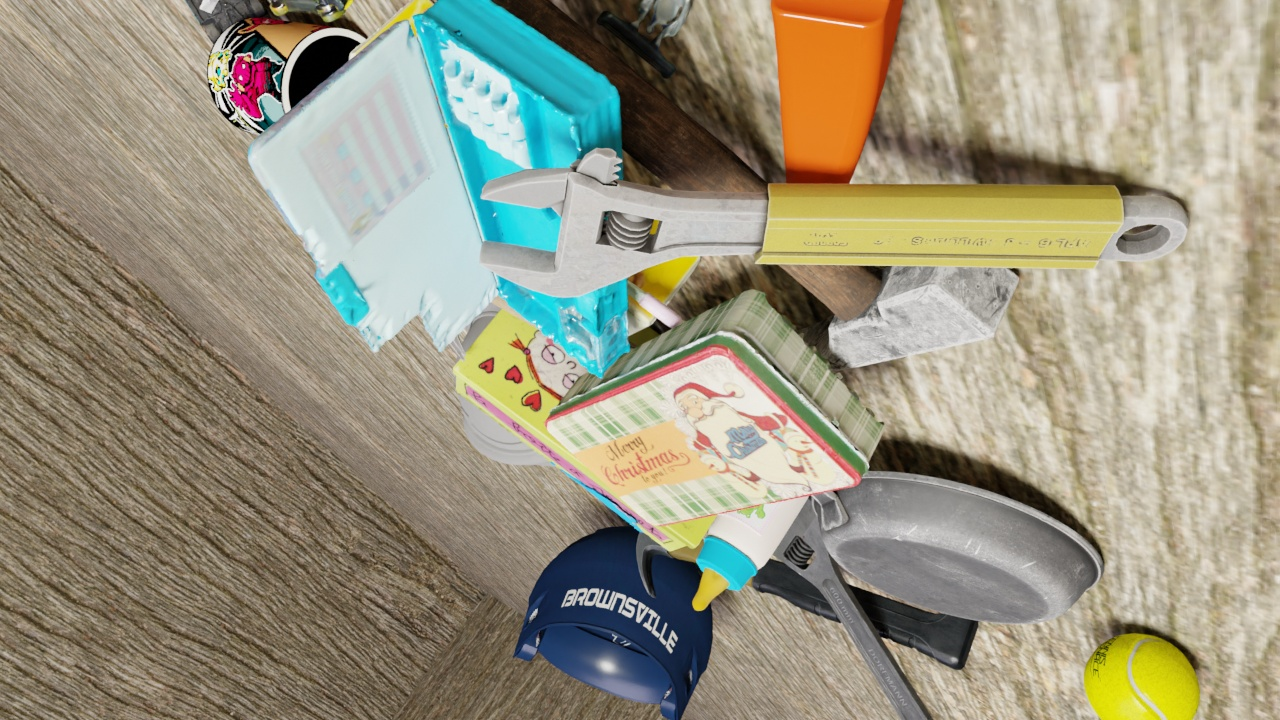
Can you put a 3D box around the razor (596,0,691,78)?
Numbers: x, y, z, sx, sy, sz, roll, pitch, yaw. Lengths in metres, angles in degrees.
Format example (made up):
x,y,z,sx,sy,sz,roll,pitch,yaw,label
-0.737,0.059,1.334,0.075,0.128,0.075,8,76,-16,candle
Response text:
x,y,z,sx,sy,sz,roll,pitch,yaw,label
0.030,-0.161,0.366,0.042,0.022,0.144,35,156,-17,razor

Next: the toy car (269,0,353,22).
x,y,z,sx,sy,sz,roll,pitch,yaw,label
-0.214,-0.240,0.568,0.107,0.030,0.049,24,153,37,toy car

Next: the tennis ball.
x,y,z,sx,sy,sz,roll,pitch,yaw,label
0.324,0.211,0.595,0.065,0.065,0.065,32,158,14,tennis ball

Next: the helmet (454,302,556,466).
x,y,z,sx,sy,sz,roll,pitch,yaw,label
-0.111,0.039,0.851,0.271,0.117,0.183,20,153,40,helmet

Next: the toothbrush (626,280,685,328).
x,y,z,sx,sy,sz,roll,pitch,yaw,label
0.035,-0.011,0.544,0.154,0.015,0.022,35,124,-10,toothbrush

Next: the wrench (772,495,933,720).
x,y,z,sx,sy,sz,roll,pitch,yaw,label
0.182,0.221,0.758,0.073,0.018,0.273,-40,78,42,wrench

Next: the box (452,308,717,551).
x,y,z,sx,sy,sz,roll,pitch,yaw,label
-0.021,0.036,0.705,0.221,0.124,0.081,38,161,3,box

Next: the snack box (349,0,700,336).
x,y,z,sx,sy,sz,roll,pitch,yaw,label
-0.081,-0.108,0.587,0.230,0.061,0.110,42,158,-11,snack box

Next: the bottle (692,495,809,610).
x,y,z,sx,sy,sz,roll,pitch,yaw,label
0.081,0.126,0.691,0.051,0.146,0.051,32,158,14,bottle

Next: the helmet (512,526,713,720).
x,y,z,sx,sy,sz,roll,pitch,yaw,label
-0.025,0.328,1.144,0.232,0.222,0.273,20,126,6,helmet

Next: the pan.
x,y,z,sx,sy,sz,roll,pitch,yaw,label
0.130,0.087,0.607,0.357,0.055,0.188,25,156,-6,pan

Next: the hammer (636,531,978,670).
x,y,z,sx,sy,sz,roll,pitch,yaw,label
0.134,0.203,0.839,0.334,0.117,0.025,13,156,36,hammer

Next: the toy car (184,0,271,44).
x,y,z,sx,sy,sz,roll,pitch,yaw,label
-0.298,-0.265,0.628,0.047,0.047,0.112,50,168,20,toy car

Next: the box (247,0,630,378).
x,y,z,sx,sy,sz,roll,pitch,yaw,label
-0.079,-0.045,0.444,0.098,0.121,0.227,40,161,18,box

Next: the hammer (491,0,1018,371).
x,y,z,sx,sy,sz,roll,pitch,yaw,label
0.008,-0.090,0.470,0.300,0.037,0.218,36,160,-15,hammer

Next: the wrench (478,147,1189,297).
x,y,z,sx,sy,sz,roll,pitch,yaw,label
0.067,-0.051,0.361,0.273,0.018,0.084,2,148,6,wrench

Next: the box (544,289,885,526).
x,y,z,sx,sy,sz,roll,pitch,yaw,label
0.034,0.040,0.545,0.117,0.049,0.206,47,147,-14,box

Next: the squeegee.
x,y,z,sx,sy,sz,roll,pitch,yaw,label
0.069,-0.123,0.314,0.250,0.055,0.185,15,141,16,squeegee

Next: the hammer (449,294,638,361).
x,y,z,sx,sy,sz,roll,pitch,yaw,label
-0.004,0.004,0.670,0.331,0.119,0.031,31,161,-6,hammer

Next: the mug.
x,y,z,sx,sy,sz,roll,pitch,yaw,label
-0.225,-0.186,0.647,0.098,0.082,0.118,21,-179,36,mug
